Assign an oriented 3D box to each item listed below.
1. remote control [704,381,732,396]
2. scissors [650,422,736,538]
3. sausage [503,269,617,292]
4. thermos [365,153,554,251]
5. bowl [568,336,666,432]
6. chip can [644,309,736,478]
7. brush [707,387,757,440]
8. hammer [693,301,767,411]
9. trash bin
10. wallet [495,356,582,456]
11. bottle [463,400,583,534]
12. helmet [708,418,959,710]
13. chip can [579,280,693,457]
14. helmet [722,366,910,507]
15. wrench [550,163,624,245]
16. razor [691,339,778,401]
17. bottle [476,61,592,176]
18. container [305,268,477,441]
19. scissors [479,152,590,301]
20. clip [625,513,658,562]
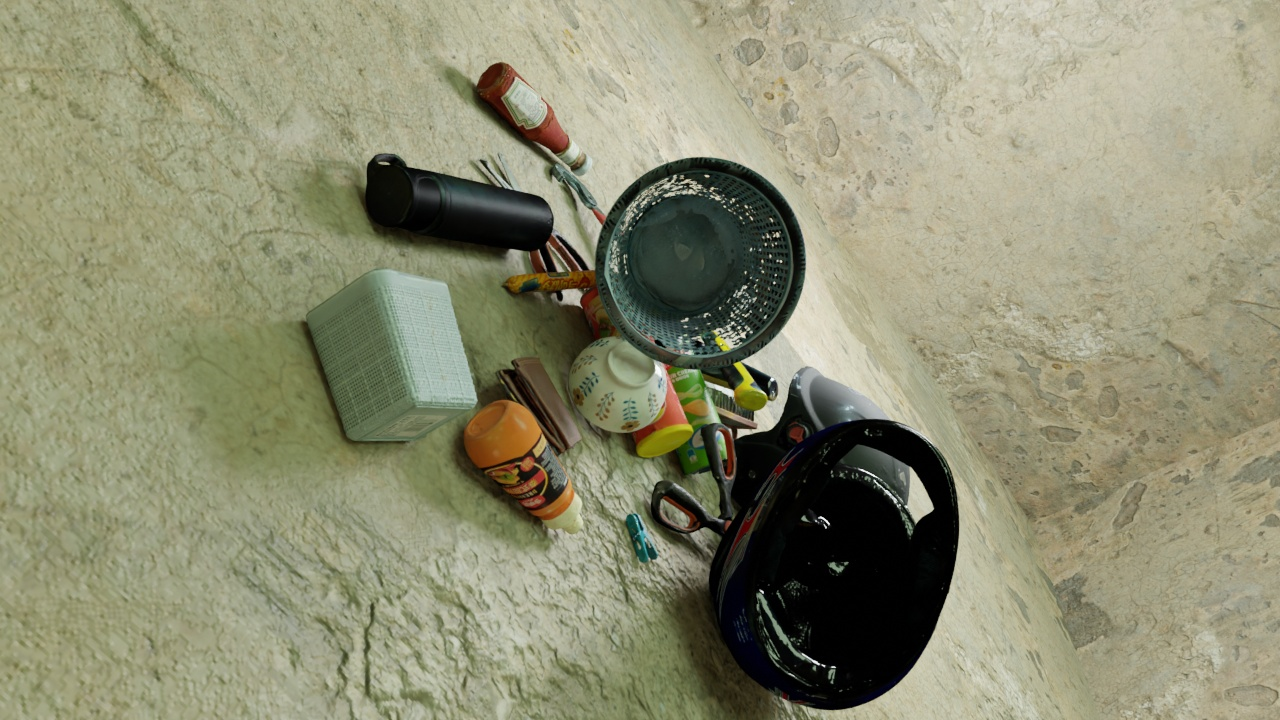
[{"bbox_3d":[0.097,0.026,1.364,0.125,0.024,0.049,47,26,-28],"label":"remote control"},{"bbox_3d":[0.097,0.181,1.102,0.220,0.022,0.228,16,75,-40],"label":"scissors"},{"bbox_3d":[-0.089,-0.093,1.071,0.164,0.022,0.021,-9,68,-39],"label":"sausage"},{"bbox_3d":[-0.188,-0.168,0.971,0.090,0.069,0.242,61,23,13],"label":"thermos"},{"bbox_3d":[-0.018,0.018,1.026,0.113,0.062,0.113,11,58,-18],"label":"bowl"},{"bbox_3d":[0.049,0.031,1.182,0.072,0.072,0.236,3,63,-63],"label":"chip can"},{"bbox_3d":[0.103,0.079,1.271,0.145,0.063,0.073,23,72,-52],"label":"brush"},{"bbox_3d":[0.102,-0.026,1.244,0.126,0.032,0.323,9,25,-20],"label":"hammer"},{"bbox_3d":[0.061,-0.115,1.067,0.226,0.226,0.195,55,3,-9],"label":"trash bin"},{"bbox_3d":[-0.096,0.046,0.909,0.101,0.032,0.124,58,3,1],"label":"wallet"},{"bbox_3d":[-0.098,0.105,0.835,0.149,0.067,0.066,56,22,-27],"label":"bottle"},{"bbox_3d":[0.215,0.222,1.026,0.247,0.315,0.240,23,-6,5],"label":"helmet"},{"bbox_3d":[-0.007,0.007,1.118,0.073,0.073,0.216,16,48,-58],"label":"chip can"},{"bbox_3d":[0.262,0.152,1.286,0.233,0.230,0.274,15,87,-58],"label":"helmet"},{"bbox_3d":[-0.032,-0.176,1.291,0.273,0.016,0.056,49,20,9],"label":"wrench"},{"bbox_3d":[0.111,0.017,1.270,0.062,0.167,0.068,-47,150,-46],"label":"razor"},{"bbox_3d":[-0.140,-0.328,1.275,0.206,0.060,0.059,38,31,-45],"label":"bottle"},{"bbox_3d":[-0.195,0.001,0.730,0.089,0.090,0.111,9,56,-60],"label":"container"},{"bbox_3d":[-0.126,-0.162,1.154,0.189,0.015,0.226,27,39,-51],"label":"scissors"},{"bbox_3d":[0.000,0.190,0.984,0.038,0.013,0.055,6,56,-63],"label":"clip"}]
